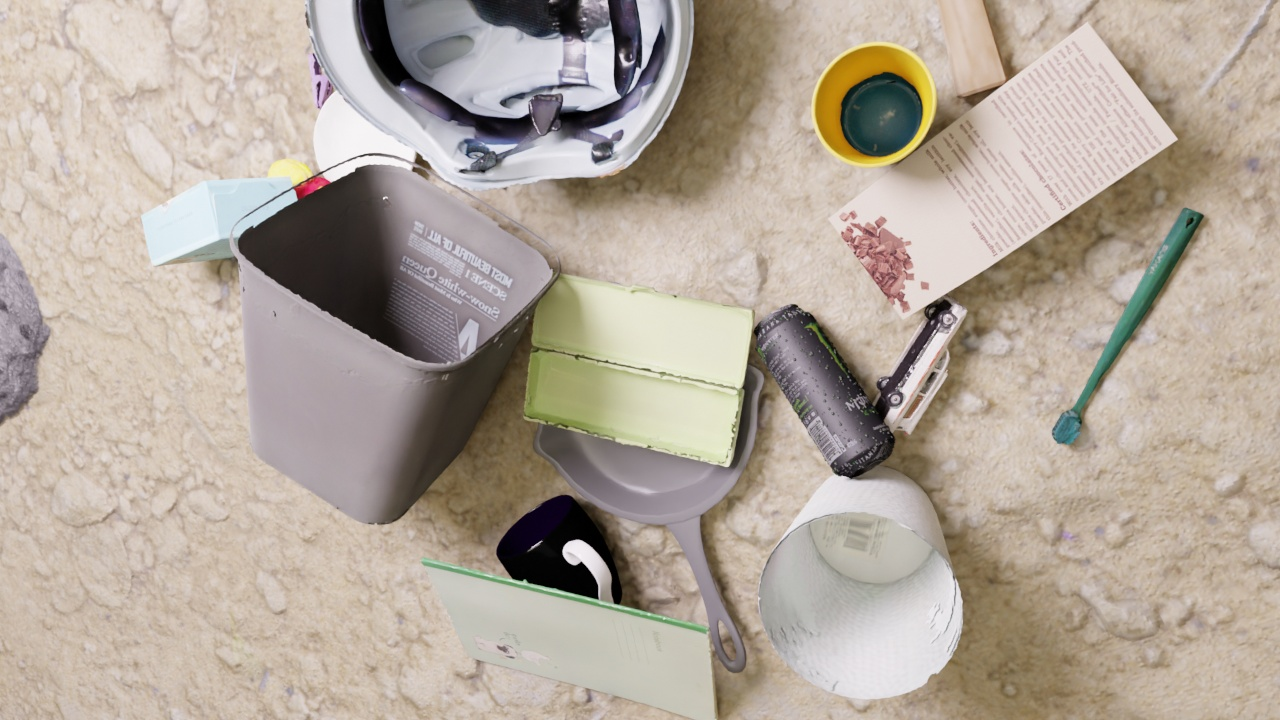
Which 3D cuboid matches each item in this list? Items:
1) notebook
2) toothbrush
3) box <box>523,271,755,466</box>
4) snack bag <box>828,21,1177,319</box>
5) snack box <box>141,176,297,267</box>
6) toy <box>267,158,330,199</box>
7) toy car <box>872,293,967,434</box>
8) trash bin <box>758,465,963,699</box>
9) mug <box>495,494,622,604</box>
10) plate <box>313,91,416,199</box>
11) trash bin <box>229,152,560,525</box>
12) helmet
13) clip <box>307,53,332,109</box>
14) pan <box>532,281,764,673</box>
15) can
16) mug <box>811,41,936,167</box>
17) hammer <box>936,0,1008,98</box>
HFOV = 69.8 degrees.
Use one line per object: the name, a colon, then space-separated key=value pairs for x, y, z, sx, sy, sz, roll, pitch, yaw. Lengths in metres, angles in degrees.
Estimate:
notebook: x=-0.058 y=0.246 z=0.802 sx=0.253 sy=0.010 sz=0.182 roll=10 pitch=138 yaw=16
toothbrush: x=0.352 y=-0.021 z=0.667 sx=0.016 sy=0.017 sz=0.190 roll=26 pitch=108 yaw=11
box: x=-0.004 y=0.004 z=0.756 sx=0.187 sy=0.024 sz=0.137 roll=10 pitch=109 yaw=16
snack bag: x=0.246 y=-0.127 z=0.652 sx=0.207 sy=0.069 sz=0.094 roll=-37 pitch=88 yaw=21
snack box: x=-0.376 y=-0.122 z=0.817 sx=0.175 sy=0.074 sz=0.053 roll=-3 pitch=98 yaw=46
toy: x=-0.291 y=-0.121 z=0.828 sx=0.137 sy=0.067 sz=0.106 roll=58 pitch=142 yaw=5
toy car: x=0.218 y=0.005 z=0.707 sx=0.039 sy=0.039 sz=0.113 roll=25 pitch=108 yaw=-10
trash bin: x=0.167 y=0.150 z=0.683 sx=0.133 sy=0.161 sz=0.133 roll=3 pitch=101 yaw=17
mug: x=-0.056 y=0.181 z=0.793 sx=0.100 sy=0.084 sz=0.119 roll=55 pitch=153 yaw=-15
plate: x=-0.240 y=-0.193 z=0.820 sx=0.104 sy=0.026 sz=0.104 roll=4 pitch=101 yaw=18
trash bin: x=-0.207 y=-0.007 z=0.740 sx=0.197 sy=0.196 sz=0.221 roll=31 pitch=130 yaw=6
helmet: x=-0.094 y=-0.262 z=0.673 sx=0.264 sy=0.163 sz=0.237 roll=0 pitch=126 yaw=1
clip: x=-0.284 y=-0.257 z=0.830 sx=0.046 sy=0.014 sz=0.050 roll=-21 pitch=90 yaw=18
pan: x=0.027 y=0.102 z=0.792 sx=0.217 sy=0.024 sz=0.354 roll=-19 pitch=94 yaw=20
can: x=0.140 y=0.023 z=0.707 sx=0.054 sy=0.054 sz=0.137 roll=-38 pitch=68 yaw=20
mug: x=0.167 y=-0.173 z=0.641 sx=0.078 sy=0.121 sz=0.078 roll=3 pitch=101 yaw=18
hammer: x=0.199 y=-0.347 z=0.639 sx=0.117 sy=0.051 sz=0.323 roll=-15 pitch=98 yaw=20
